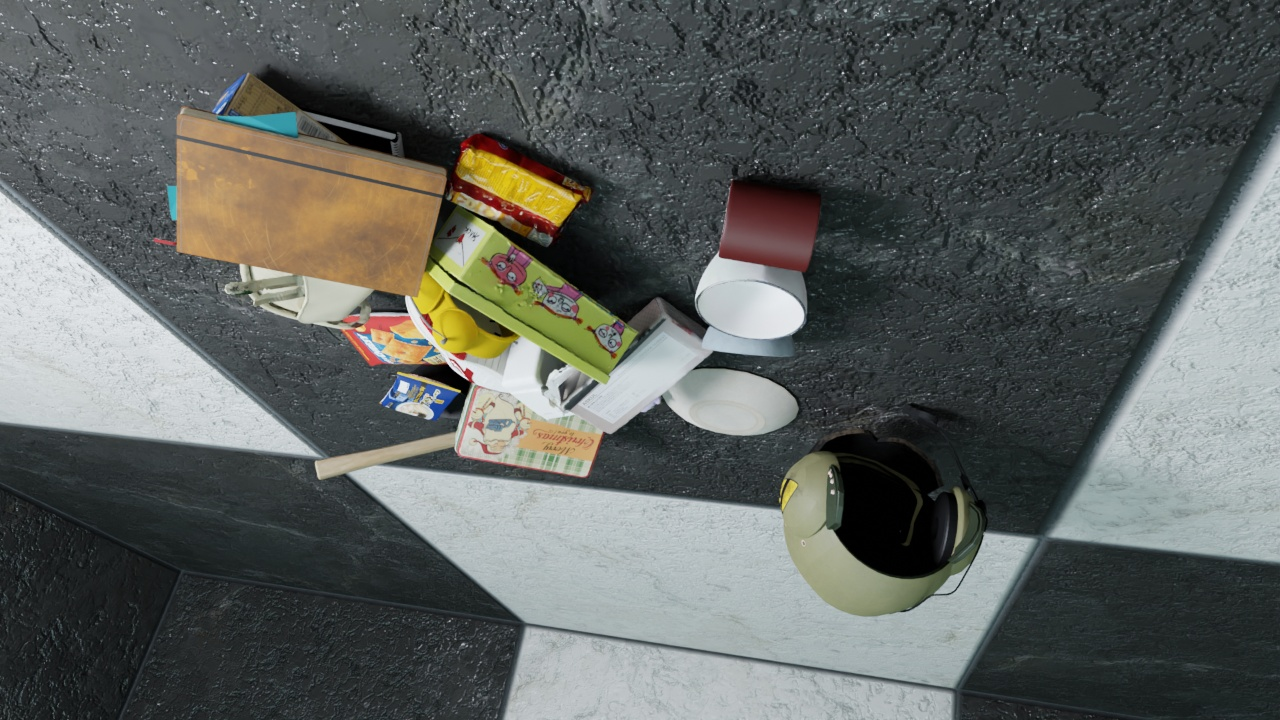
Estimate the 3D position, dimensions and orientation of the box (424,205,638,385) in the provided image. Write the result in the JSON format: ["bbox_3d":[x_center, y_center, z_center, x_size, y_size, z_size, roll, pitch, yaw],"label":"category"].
[{"bbox_3d":[-0.119,-0.067,0.999,0.221,0.082,0.124,36,180,-38],"label":"box"}]

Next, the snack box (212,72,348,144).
[{"bbox_3d":[-0.314,-0.185,0.897,0.056,0.057,0.206,-14,141,43],"label":"snack box"}]

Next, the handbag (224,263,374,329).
[{"bbox_3d":[-0.366,-0.093,1.033,0.184,0.131,0.230,22,154,-28],"label":"handbag"}]

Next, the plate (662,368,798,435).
[{"bbox_3d":[0.120,0.067,1.265,0.189,0.027,0.189,10,153,5],"label":"plate"}]

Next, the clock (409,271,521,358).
[{"bbox_3d":[-0.200,-0.055,1.050,0.052,0.113,0.151,-44,158,25],"label":"clock"}]

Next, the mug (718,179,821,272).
[{"bbox_3d":[0.120,-0.125,0.869,0.082,0.073,0.105,10,-178,4],"label":"mug"}]

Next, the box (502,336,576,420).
[{"bbox_3d":[-0.089,0.011,1.166,0.130,0.102,0.110,-12,144,33],"label":"box"}]

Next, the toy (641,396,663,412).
[{"bbox_3d":[-0.023,0.042,1.269,0.099,0.036,0.080,24,161,-12],"label":"toy"}]

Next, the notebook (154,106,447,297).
[{"bbox_3d":[-0.321,-0.150,0.872,0.249,0.014,0.179,10,134,-17],"label":"notebook"}]

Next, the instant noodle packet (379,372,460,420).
[{"bbox_3d":[-0.313,0.051,1.294,0.087,0.026,0.135,18,152,-19],"label":"instant noodle packet"}]

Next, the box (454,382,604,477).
[{"bbox_3d":[-0.155,0.096,1.315,0.205,0.050,0.118,14,110,-22],"label":"box"}]

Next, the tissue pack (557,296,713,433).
[{"bbox_3d":[-0.007,0.006,1.116,0.104,0.071,0.182,31,115,-37],"label":"tissue pack"}]

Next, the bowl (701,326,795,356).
[{"bbox_3d":[0.123,-0.029,1.040,0.106,0.039,0.106,5,-175,-1],"label":"bowl"}]

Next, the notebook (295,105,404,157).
[{"bbox_3d":[-0.318,-0.188,0.974,0.149,0.016,0.207,14,153,-2],"label":"notebook"}]

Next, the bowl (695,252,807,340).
[{"bbox_3d":[0.118,-0.077,0.952,0.116,0.065,0.116,9,153,5],"label":"bowl"}]

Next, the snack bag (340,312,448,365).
[{"bbox_3d":[-0.327,-0.027,1.253,0.144,0.039,0.131,1,151,10],"label":"snack bag"}]

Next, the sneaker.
[{"bbox_3d":[-0.231,-0.026,1.179,0.104,0.090,0.236,-4,154,35],"label":"sneaker"}]

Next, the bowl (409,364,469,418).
[{"bbox_3d":[-0.293,0.034,1.342,0.124,0.052,0.124,10,153,5],"label":"bowl"}]

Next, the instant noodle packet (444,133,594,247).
[{"bbox_3d":[-0.123,-0.167,0.910,0.135,0.039,0.099,23,152,-16],"label":"instant noodle packet"}]

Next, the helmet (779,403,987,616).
[{"bbox_3d":[0.290,0.188,1.156,0.250,0.255,0.233,16,149,-4],"label":"helmet"}]

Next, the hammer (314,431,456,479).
[{"bbox_3d":[-0.312,0.125,1.359,0.322,0.051,0.117,-12,170,-19],"label":"hammer"}]
